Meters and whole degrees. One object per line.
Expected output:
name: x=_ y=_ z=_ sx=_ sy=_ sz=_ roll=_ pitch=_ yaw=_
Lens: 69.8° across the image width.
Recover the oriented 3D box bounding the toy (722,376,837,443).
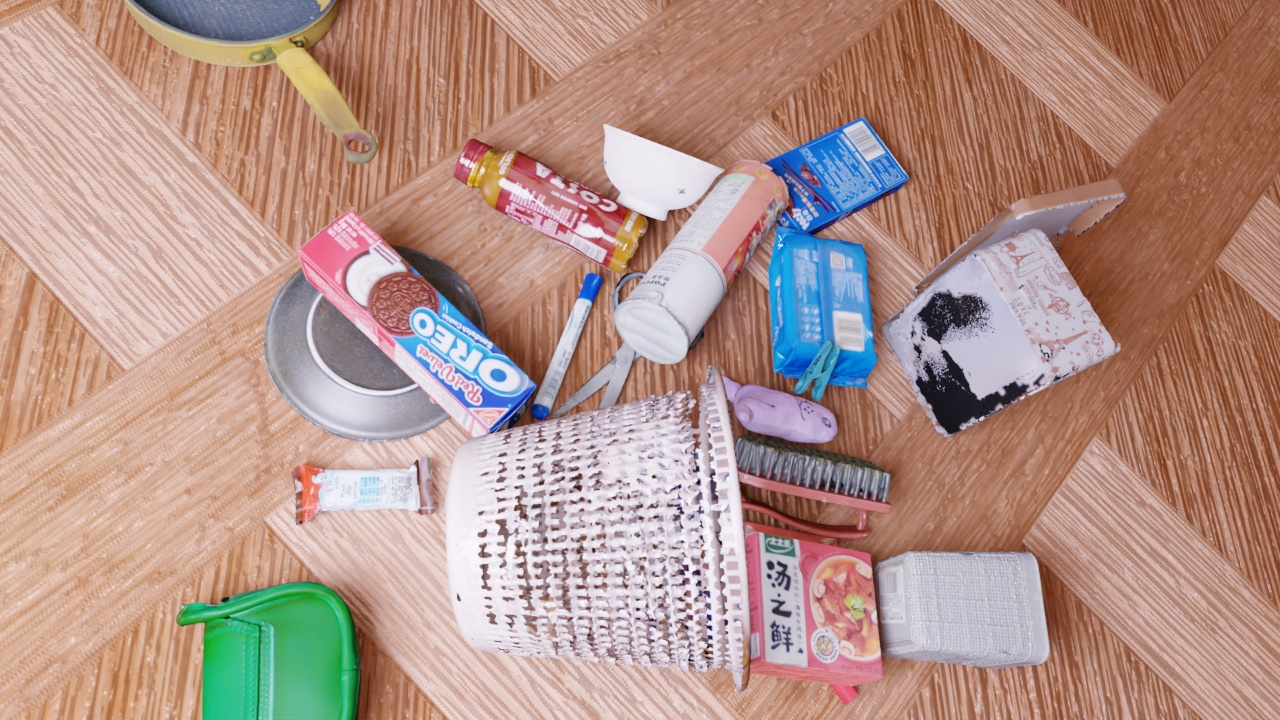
toy: x=0.123 y=0.046 z=0.812 sx=0.108 sy=0.039 sz=0.083 roll=13 pitch=21 yaw=-17

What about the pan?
pan: x=-0.324 y=-0.297 z=0.802 sx=0.197 sy=0.078 sz=0.357 roll=-28 pitch=79 yaw=-24

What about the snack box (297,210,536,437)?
snack box: x=-0.174 y=-0.023 z=0.721 sx=0.207 sy=0.058 sz=0.057 roll=43 pitch=67 yaw=3

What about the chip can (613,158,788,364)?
chip can: x=0.060 y=-0.095 z=0.827 sx=0.071 sy=0.071 sz=0.214 roll=36 pitch=57 yaw=0

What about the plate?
plate: x=-0.214 y=-0.022 z=0.754 sx=0.179 sy=0.024 sz=0.179 roll=6 pitch=67 yaw=-15

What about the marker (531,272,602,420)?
marker: x=-0.064 y=-0.014 z=0.800 sx=0.017 sy=0.017 sz=0.145 roll=23 pitch=64 yaw=-7

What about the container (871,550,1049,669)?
container: x=0.260 y=0.208 z=0.768 sx=0.114 sy=0.090 sz=0.090 roll=6 pitch=67 yaw=-11

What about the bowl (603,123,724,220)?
bowl: x=0.011 y=-0.168 z=0.850 sx=0.118 sy=0.118 sz=0.065 roll=19 pitch=104 yaw=-9

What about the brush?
brush: x=0.137 y=0.110 z=0.788 sx=0.145 sy=0.063 sz=0.069 roll=13 pitch=95 yaw=-11

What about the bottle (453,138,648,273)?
bottle: x=-0.081 y=-0.141 z=0.823 sx=0.175 sy=0.058 sz=0.057 roll=27 pitch=64 yaw=-5

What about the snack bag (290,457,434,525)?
snack bag: x=-0.212 y=0.100 z=0.703 sx=0.104 sy=0.026 sz=0.048 roll=-3 pitch=76 yaw=-18

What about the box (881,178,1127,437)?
box: x=0.356 y=-0.049 z=0.851 sx=0.192 sy=0.183 sz=0.157 roll=-20 pitch=76 yaw=-20

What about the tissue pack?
tissue pack: x=0.168 y=-0.050 z=0.864 sx=0.095 sy=0.052 sz=0.157 roll=7 pitch=67 yaw=-16

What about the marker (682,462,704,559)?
marker: x=0.052 y=0.138 z=0.775 sx=0.018 sy=0.015 sz=0.123 roll=-12 pitch=70 yaw=-19

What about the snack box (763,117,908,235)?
snack box: x=0.193 y=-0.186 z=0.940 sx=0.156 sy=0.026 sz=0.084 roll=-28 pitch=79 yaw=-24

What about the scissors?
scissors: x=-0.011 y=-0.006 z=0.816 sx=0.159 sy=0.014 sz=0.170 roll=-7 pitch=72 yaw=-18

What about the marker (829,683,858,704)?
marker: x=0.130 y=0.220 z=0.763 sx=0.017 sy=0.017 sz=0.145 roll=-33 pitch=81 yaw=-25

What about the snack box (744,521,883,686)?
snack box: x=0.131 y=0.189 z=0.740 sx=0.113 sy=0.044 sz=0.127 roll=14 pitch=57 yaw=-21

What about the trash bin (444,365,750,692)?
trash bin: x=-0.029 y=0.123 z=0.654 sx=0.192 sy=0.228 sz=0.227 roll=-5 pitch=69 yaw=1

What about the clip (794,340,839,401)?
clip: x=0.159 y=0.009 z=0.813 sx=0.049 sy=0.015 sz=0.057 roll=19 pitch=107 yaw=-19

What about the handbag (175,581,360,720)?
handbag: x=-0.252 y=0.218 z=0.620 sx=0.120 sy=0.068 sz=0.131 roll=-3 pitch=69 yaw=-17
